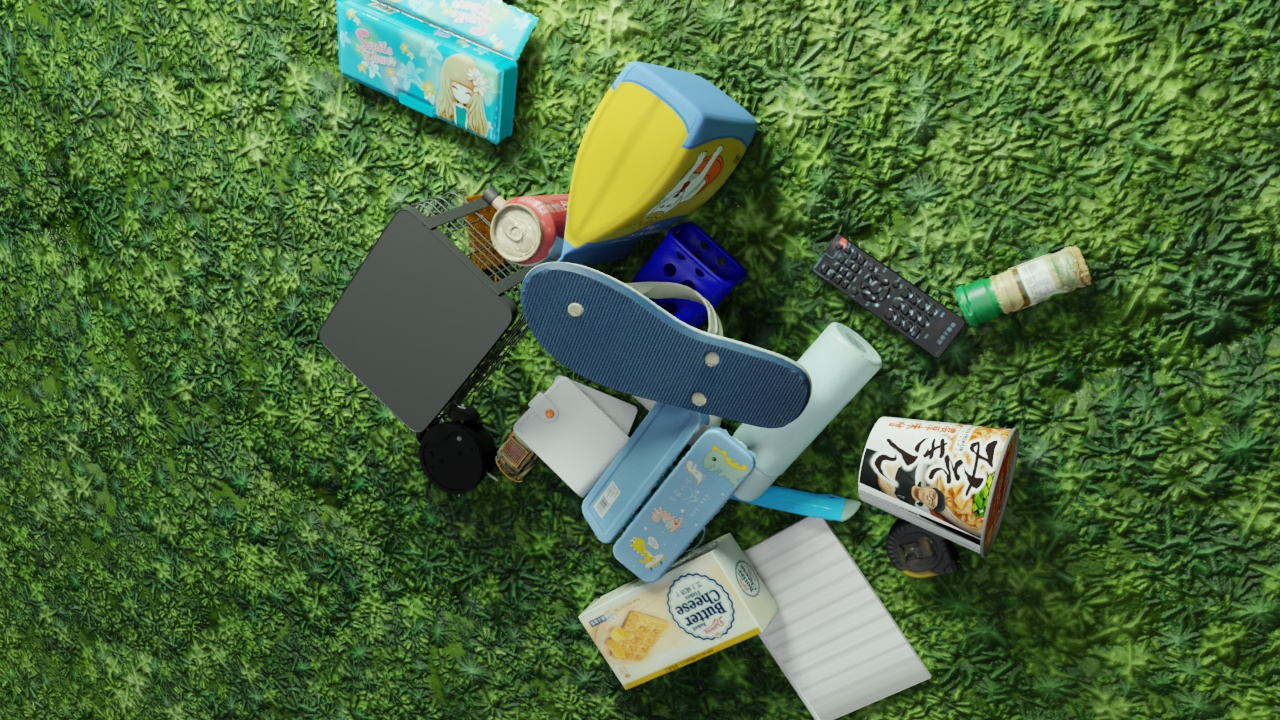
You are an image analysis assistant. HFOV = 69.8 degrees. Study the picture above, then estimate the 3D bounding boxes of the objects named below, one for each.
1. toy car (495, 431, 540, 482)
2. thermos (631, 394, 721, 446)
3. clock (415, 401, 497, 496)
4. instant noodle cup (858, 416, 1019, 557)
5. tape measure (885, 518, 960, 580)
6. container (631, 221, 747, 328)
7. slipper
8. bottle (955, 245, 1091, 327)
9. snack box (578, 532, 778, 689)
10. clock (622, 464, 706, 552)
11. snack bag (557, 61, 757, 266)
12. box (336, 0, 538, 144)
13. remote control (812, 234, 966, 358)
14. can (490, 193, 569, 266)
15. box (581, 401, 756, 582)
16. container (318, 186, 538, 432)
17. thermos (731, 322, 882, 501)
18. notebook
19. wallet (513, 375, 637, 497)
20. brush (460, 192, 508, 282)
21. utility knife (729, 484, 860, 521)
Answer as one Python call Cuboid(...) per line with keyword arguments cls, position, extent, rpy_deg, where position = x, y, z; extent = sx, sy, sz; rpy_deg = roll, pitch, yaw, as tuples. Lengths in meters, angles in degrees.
Cuboid(cls="toy car", position=(-0.136, 0.099, 1.077), extent=(0.047, 0.047, 0.112), rpy_deg=(40, 110, 7))
Cuboid(cls="thermos", position=(-0.006, 0.006, 0.998), extent=(0.224, 0.052, 0.052), rpy_deg=(42, 114, 9))
Cuboid(cls="clock", position=(-0.225, 0.102, 1.118), extent=(0.091, 0.042, 0.120), rpy_deg=(-24, 92, 25))
Cuboid(cls="instant noodle cup", position=(0.281, 0.109, 0.874), extent=(0.122, 0.123, 0.124), rpy_deg=(14, 107, 29))
Cuboid(cls="tape measure", position=(0.281, 0.187, 0.928), extent=(0.063, 0.038, 0.067), rpy_deg=(-20, 94, 25))
Cuboid(cls="container", position=(0.036, -0.070, 0.946), extent=(0.085, 0.084, 0.114), rpy_deg=(43, 115, 7))
Cuboid(cls="slipper", position=(0.024, -0.015, 0.891), extent=(0.295, 0.060, 0.118), rpy_deg=(21, 121, 0))
Cuboid(cls="bottle", position=(0.349, -0.068, 0.839), extent=(0.111, 0.043, 0.043), rpy_deg=(-22, 93, 24))
Cuboid(cls="snack box", position=(0.041, 0.285, 1.033), extent=(0.208, 0.057, 0.104), rpy_deg=(-33, 88, 30))
Cuboid(cls="clock", position=(0.021, 0.161, 1.023), extent=(0.124, 0.053, 0.090), rpy_deg=(41, 115, 9))
Cuboid(cls="snack bag", position=(0.003, -0.174, 0.895), extent=(0.102, 0.158, 0.206), rpy_deg=(41, 116, 13))
Cuboid(cls="box", position=(-0.225, -0.359, 1.001), extent=(0.227, 0.071, 0.182), rpy_deg=(27, 112, 15))
Cuboid(cls="remote control", position=(0.242, -0.064, 0.896), extent=(0.150, 0.022, 0.047), rpy_deg=(38, 114, 13))
Cuboid(cls="can", position=(-0.085, -0.135, 0.933), extent=(0.067, 0.169, 0.067), rpy_deg=(5, 103, 22))
Cuboid(cls="box", position=(0.022, 0.133, 0.959), extent=(0.127, 0.034, 0.210), rpy_deg=(47, 121, 21))
Cuboid(cls="container", position=(-0.217, -0.058, 1.012), extent=(0.163, 0.130, 0.242), rpy_deg=(44, 119, 1))
Cuboid(cls="thermos", position=(0.154, 0.058, 0.934), extent=(0.207, 0.077, 0.065), rpy_deg=(-52, 47, 22))
Cuboid(cls="notebook", position=(0.195, 0.284, 1.003), extent=(0.143, 0.009, 0.209), rpy_deg=(-35, 87, 25))
Cuboid(cls="wallet", position=(-0.067, 0.073, 1.038), extent=(0.118, 0.037, 0.115), rpy_deg=(44, 87, 5))
Cuboid(cls="brush", position=(-0.175, -0.128, 1.058), extent=(0.048, 0.017, 0.126), rpy_deg=(-3, 101, 23))
Cuboid(cls="utility knife", position=(0.146, 0.146, 0.985), extent=(0.175, 0.031, 0.015), rpy_deg=(11, 146, 21))
